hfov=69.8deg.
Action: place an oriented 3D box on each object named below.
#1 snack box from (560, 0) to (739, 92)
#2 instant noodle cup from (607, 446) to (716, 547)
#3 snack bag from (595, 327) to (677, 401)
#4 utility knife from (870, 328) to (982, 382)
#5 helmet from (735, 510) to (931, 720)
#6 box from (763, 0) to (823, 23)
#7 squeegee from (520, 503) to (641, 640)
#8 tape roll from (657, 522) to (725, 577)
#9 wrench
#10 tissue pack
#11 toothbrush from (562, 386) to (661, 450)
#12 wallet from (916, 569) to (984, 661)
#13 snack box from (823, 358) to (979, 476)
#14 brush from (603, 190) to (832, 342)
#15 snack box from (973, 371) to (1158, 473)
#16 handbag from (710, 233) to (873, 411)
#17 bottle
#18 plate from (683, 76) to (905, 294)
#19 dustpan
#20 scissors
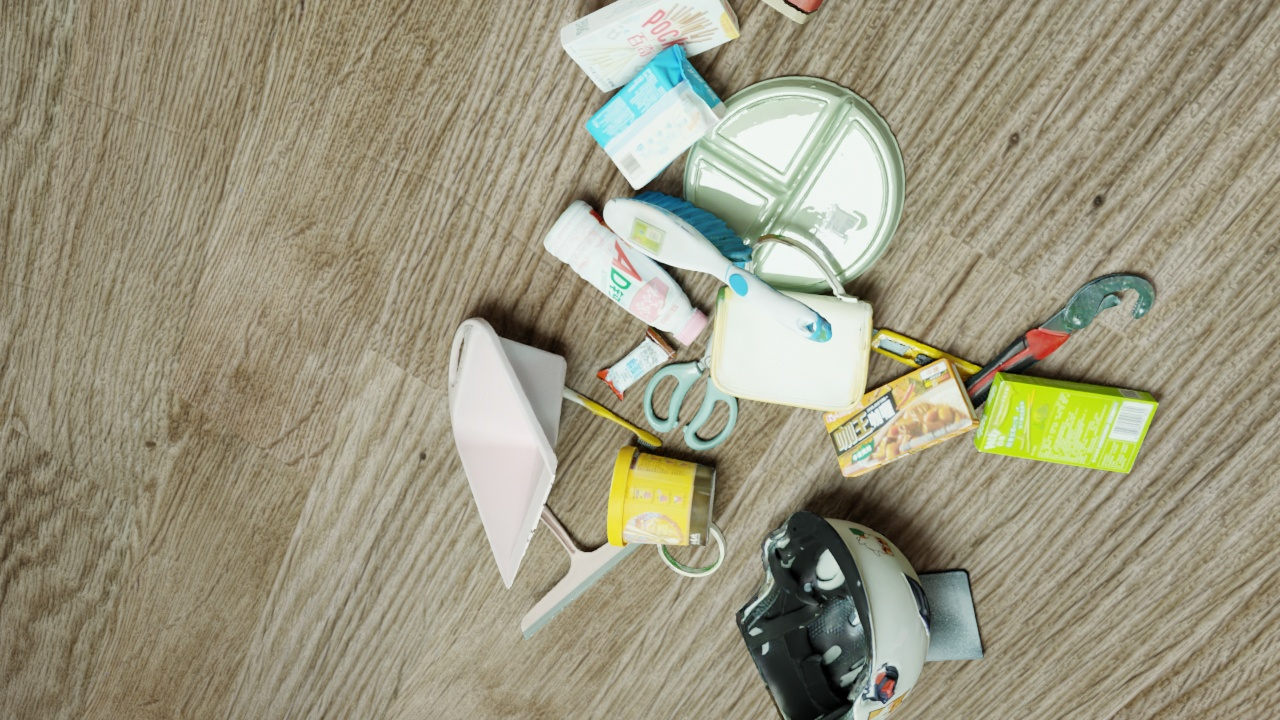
[{"bbox_3d":[0.009,-0.323,0.899,0.157,0.084,0.026,-15,65,24],"label":"snack box"},{"bbox_3d":[0.028,0.165,1.080,0.114,0.118,0.119,5,113,7],"label":"instant noodle cup"},{"bbox_3d":[-0.006,0.006,1.070,0.048,0.026,0.104,46,117,-2],"label":"snack bag"},{"bbox_3d":[0.295,-0.002,0.973,0.195,0.015,0.033,23,114,8],"label":"utility knife"},{"bbox_3d":[0.233,0.294,1.023,0.156,0.230,0.275,2,122,-23],"label":"helmet"},{"bbox_3d":[0.105,-0.388,0.833,0.168,0.091,0.080,33,120,3],"label":"box"},{"bbox_3d":[-0.137,0.189,1.184,0.248,0.040,0.249,-41,89,13],"label":"squeegee"},{"bbox_3d":[0.063,0.231,1.148,0.086,0.013,0.086,7,114,16],"label":"tape roll"},{"bbox_3d":[0.386,0.001,0.932,0.274,0.016,0.056,-39,97,22],"label":"wrench"},{"bbox_3d":[0.014,-0.244,0.930,0.090,0.063,0.140,51,133,-7],"label":"tissue pack"},{"bbox_3d":[-0.060,0.059,1.117,0.191,0.016,0.018,28,126,5],"label":"toothbrush"},{"bbox_3d":[0.346,0.302,1.083,0.097,0.019,0.121,-10,107,20],"label":"wallet"},{"bbox_3d":[0.273,0.063,0.971,0.154,0.026,0.075,-31,66,34],"label":"snack box"},{"bbox_3d":[0.078,-0.094,0.887,0.315,0.109,0.061,32,116,33],"label":"brush"},{"bbox_3d":[0.429,0.063,0.932,0.156,0.026,0.086,8,116,2],"label":"snack box"},{"bbox_3d":[0.162,-0.044,0.961,0.163,0.063,0.179,9,115,15],"label":"handbag"},{"bbox_3d":[-0.013,-0.091,1.012,0.197,0.068,0.068,39,118,-5],"label":"bottle"},{"bbox_3d":[0.153,-0.172,0.943,0.230,0.027,0.230,7,114,16],"label":"plate"},{"bbox_3d":[-0.175,0.089,1.053,0.139,0.272,0.223,15,129,-10],"label":"dustpan"},{"bbox_3d":[0.053,0.017,1.062,0.132,0.019,0.186,9,113,14],"label":"scissors"}]
